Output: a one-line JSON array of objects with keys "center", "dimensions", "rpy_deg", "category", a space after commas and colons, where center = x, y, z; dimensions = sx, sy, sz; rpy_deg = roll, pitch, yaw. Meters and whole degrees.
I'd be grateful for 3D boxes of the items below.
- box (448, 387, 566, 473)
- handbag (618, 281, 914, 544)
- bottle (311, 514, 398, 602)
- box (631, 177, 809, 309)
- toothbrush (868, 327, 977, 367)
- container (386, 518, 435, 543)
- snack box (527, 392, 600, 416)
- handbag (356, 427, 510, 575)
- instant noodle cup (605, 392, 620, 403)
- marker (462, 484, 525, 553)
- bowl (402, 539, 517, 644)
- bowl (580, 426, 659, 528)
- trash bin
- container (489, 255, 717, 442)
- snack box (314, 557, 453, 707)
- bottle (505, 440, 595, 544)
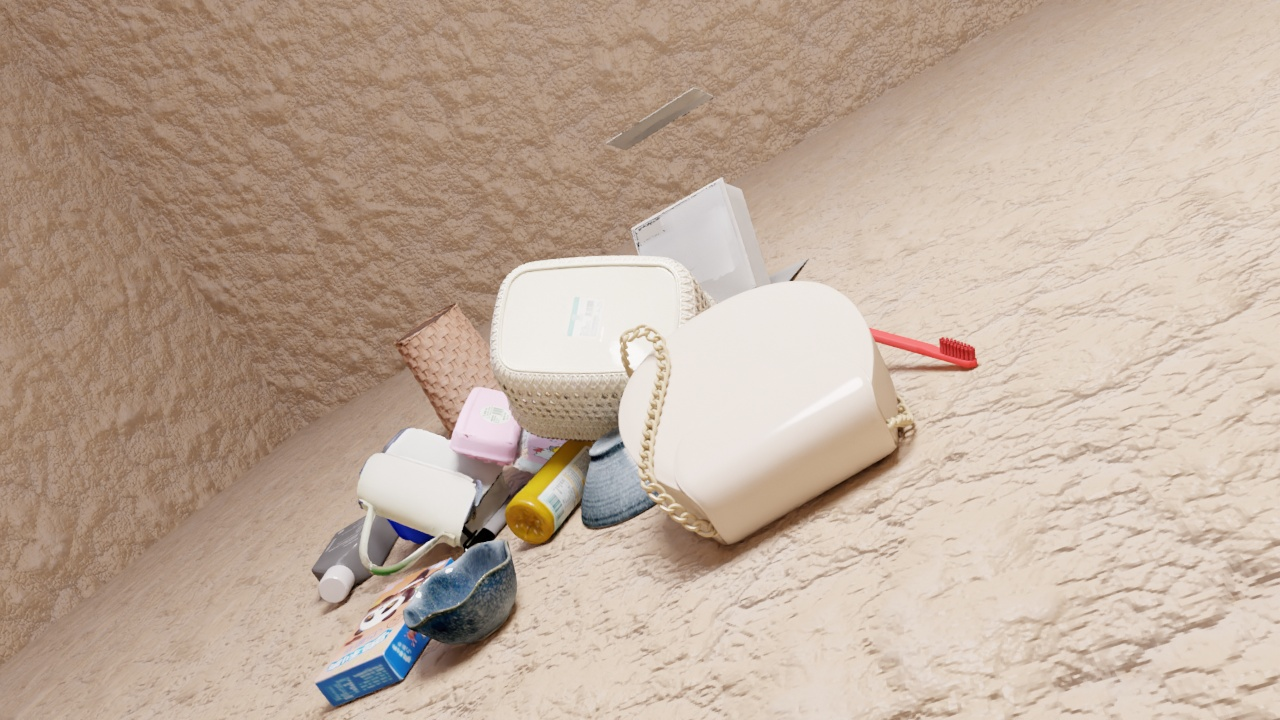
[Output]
[{"center": [-0.143, 0.085, 1.095], "dimensions": [0.152, 0.038, 0.201], "rpy_deg": [12, 12, -7], "category": "box"}, {"center": [0.087, 0.027, 0.728], "dimensions": [0.211, 0.103, 0.208], "rpy_deg": [-31, 34, 5], "category": "handbag"}, {"center": [-0.370, 0.255, 1.179], "dimensions": [0.084, 0.046, 0.173], "rpy_deg": [-31, 12, 5], "category": "bottle"}, {"center": [0.183, -0.078, 1.370], "dimensions": [0.168, 0.421, 0.173], "rpy_deg": [-23, 50, 34], "category": "box"}, {"center": [0.205, -0.027, 0.802], "dimensions": [0.012, 0.018, 0.213], "rpy_deg": [-23, 24, -26], "category": "toothbrush"}, {"center": [-0.262, 0.168, 1.146], "dimensions": [0.114, 0.096, 0.058], "rpy_deg": [-37, 18, -23], "category": "container"}, {"center": [-0.090, 0.041, 1.343], "dimensions": [0.144, 0.040, 0.147], "rpy_deg": [-24, 14, 33], "category": "snack box"}, {"center": [-0.249, 0.163, 1.028], "dimensions": [0.151, 0.074, 0.175], "rpy_deg": [17, 48, 20], "category": "handbag"}, {"center": [-0.006, 0.006, 1.084], "dimensions": [0.124, 0.122, 0.123], "rpy_deg": [-30, 12, 7], "category": "instant noodle cup"}, {"center": [-0.160, 0.177, 1.027], "dimensions": [0.016, 0.022, 0.138], "rpy_deg": [-29, 13, 34], "category": "marker"}, {"center": [-0.146, 0.208, 0.795], "dimensions": [0.110, 0.055, 0.110], "rpy_deg": [-31, 12, 7], "category": "bowl"}, {"center": [-0.013, 0.098, 0.894], "dimensions": [0.137, 0.057, 0.137], "rpy_deg": [-30, 12, 7], "category": "bowl"}, {"center": [-0.289, 0.025, 1.496], "dimensions": [0.151, 0.210, 0.151], "rpy_deg": [-30, 13, 8], "category": "trash bin"}, {"center": [-0.037, -0.017, 0.952], "dimensions": [0.246, 0.184, 0.143], "rpy_deg": [-2, -22, 13], "category": "container"}, {"center": [-0.233, 0.255, 0.873], "dimensions": [0.087, 0.034, 0.151], "rpy_deg": [-27, 13, 22], "category": "snack box"}, {"center": [-0.074, 0.118, 0.973], "dimensions": [0.053, 0.053, 0.185], "rpy_deg": [-23, 15, 35], "category": "bottle"}]
